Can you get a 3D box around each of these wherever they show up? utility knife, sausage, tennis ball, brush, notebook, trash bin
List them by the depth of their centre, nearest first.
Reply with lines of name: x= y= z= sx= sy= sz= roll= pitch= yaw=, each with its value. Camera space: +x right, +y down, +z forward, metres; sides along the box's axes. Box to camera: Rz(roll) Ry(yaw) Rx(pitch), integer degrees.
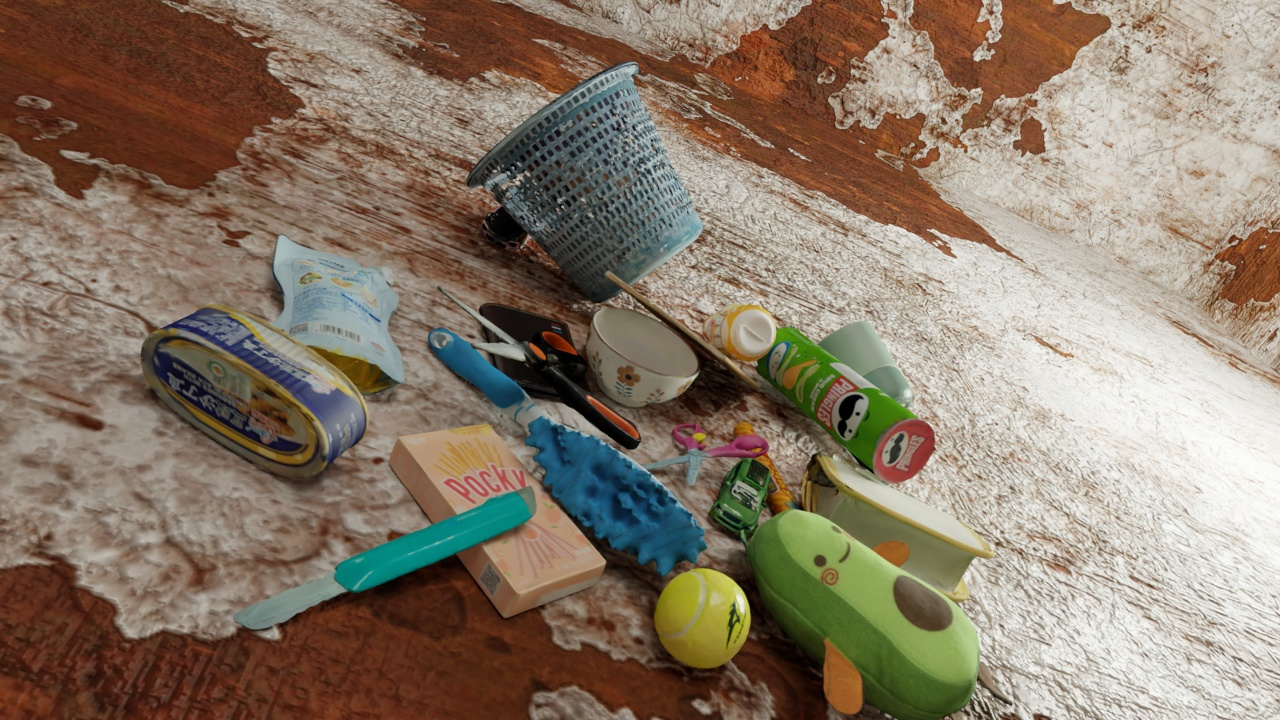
utility knife: x=-0.148 y=0.121 z=0.574 sx=0.208 sy=0.013 sz=0.029 roll=-17 pitch=52 yaw=-40
tennis ball: x=0.043 y=0.176 z=0.628 sx=0.065 sy=0.066 sz=0.065 roll=22 pitch=28 yaw=-12
brush: x=-0.074 y=0.059 z=0.731 sx=0.314 sy=0.060 sz=0.109 roll=37 pitch=-1 yaw=14
sausage: x=0.121 y=0.111 z=0.864 sx=0.021 sy=0.021 sz=0.165 roll=13 pitch=31 yaw=-27
notebook: x=0.050 y=-0.026 z=0.954 sx=0.148 sy=0.008 sz=0.207 roll=37 pitch=2 yaw=18
trash bin: x=-0.044 y=-0.179 z=1.007 sx=0.195 sy=0.227 sz=0.226 roll=56 pitch=27 yaw=-6

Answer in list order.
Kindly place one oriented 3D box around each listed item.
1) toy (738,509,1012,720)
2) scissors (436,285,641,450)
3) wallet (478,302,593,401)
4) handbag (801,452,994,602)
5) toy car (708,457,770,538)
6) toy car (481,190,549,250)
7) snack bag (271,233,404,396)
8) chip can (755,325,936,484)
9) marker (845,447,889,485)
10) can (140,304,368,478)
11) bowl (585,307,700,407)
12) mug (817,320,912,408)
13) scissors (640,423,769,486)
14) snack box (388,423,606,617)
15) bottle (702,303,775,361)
toy: x=0.180 y=0.198 z=0.691 sx=0.247 sy=0.090 sz=0.226 roll=35 pitch=25 yaw=11
scissors: x=-0.082 y=0.004 z=0.766 sx=0.221 sy=0.022 sz=0.222 roll=42 pitch=9 yaw=-16
wallet: x=-0.100 y=-0.006 z=0.870 sx=0.096 sy=0.020 sz=0.122 roll=12 pitch=33 yaw=-29
handbag: x=0.231 y=0.147 z=0.878 sx=0.163 sy=0.063 sz=0.178 roll=26 pitch=12 yaw=-3
toy car: x=0.091 y=0.119 z=0.808 sx=0.043 sy=0.036 sz=0.091 roll=31 pitch=31 yaw=3
toy car: x=-0.147 y=-0.166 z=1.089 sx=0.056 sy=0.037 sz=0.122 roll=31 pitch=39 yaw=1
snack bag: x=-0.255 y=-0.043 z=0.771 sx=0.110 sy=0.039 sz=0.190 roll=9 pitch=30 yaw=-23
chip can: x=0.206 y=0.039 z=0.962 sx=0.072 sy=0.072 sz=0.236 roll=12 pitch=19 yaw=-29
marker: x=0.229 y=0.089 z=1.007 sx=0.022 sy=0.020 sz=0.132 roll=-17 pitch=45 yaw=-16
can: x=-0.258 y=0.020 z=0.615 sx=0.148 sy=0.075 sz=0.049 roll=30 pitch=30 yaw=4
bowl: x=-0.005 y=0.005 z=0.887 sx=0.113 sy=0.062 sz=0.113 roll=23 pitch=25 yaw=-11
mug: x=0.257 y=0.025 z=1.072 sx=0.106 sy=0.082 sz=0.112 roll=62 pitch=-3 yaw=21
scissors: x=0.059 y=0.084 z=0.824 sx=0.128 sy=0.017 sz=0.133 roll=2 pitch=18 yaw=7
snack box: x=-0.104 y=0.108 z=0.656 sx=0.084 sy=0.026 sz=0.157 roll=-7 pitch=43 yaw=-48
bottle: x=0.106 y=-0.033 z=1.034 sx=0.063 sy=0.063 sz=0.108 roll=18 pitch=-1 yaw=-19
